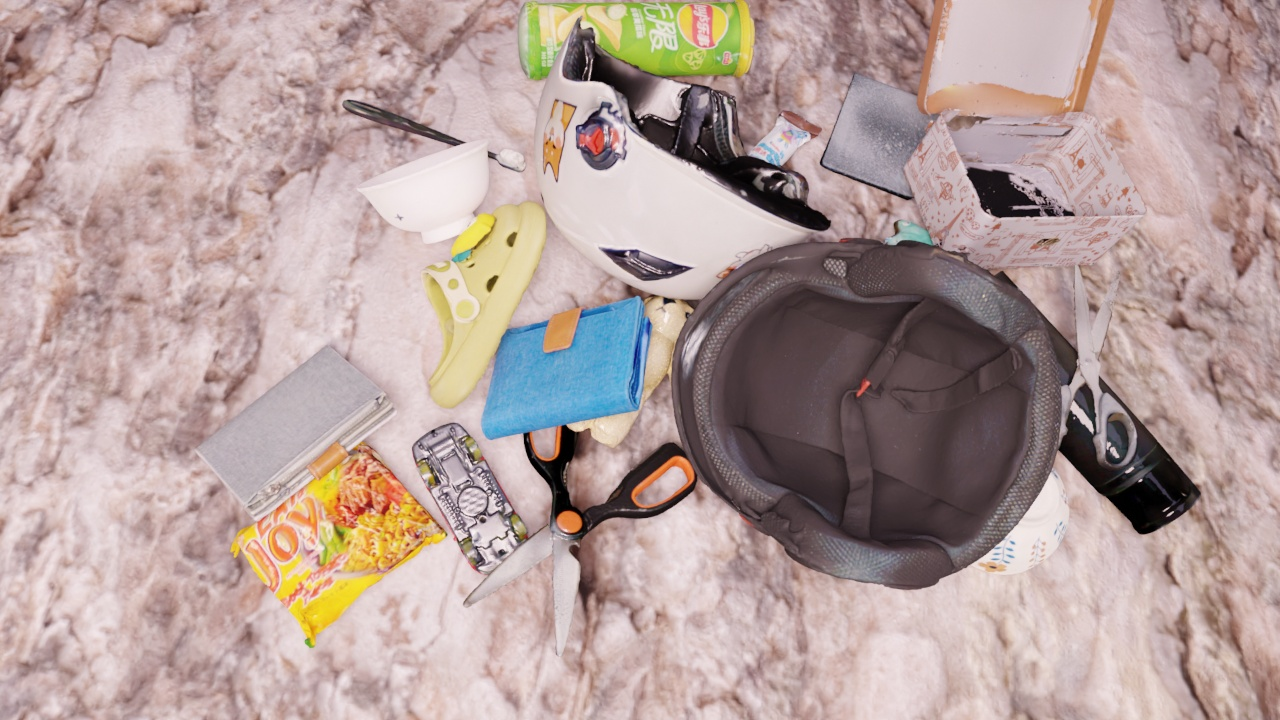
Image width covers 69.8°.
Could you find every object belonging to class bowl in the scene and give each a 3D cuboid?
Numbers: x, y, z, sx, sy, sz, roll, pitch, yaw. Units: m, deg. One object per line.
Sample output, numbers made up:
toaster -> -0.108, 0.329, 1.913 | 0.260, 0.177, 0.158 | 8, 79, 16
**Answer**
bowl -> 0.302, 0.113, 0.751 | 0.113, 0.062, 0.113 | 3, 67, -7
bowl -> -0.174, -0.139, 0.787 | 0.118, 0.118, 0.065 | -27, 112, -17

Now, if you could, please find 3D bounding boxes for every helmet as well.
helmet -> 0.011, -0.140, 0.750 | 0.229, 0.157, 0.274 | 8, 39, -45
helmet -> 0.160, 0.031, 0.679 | 0.275, 0.230, 0.233 | 20, 92, 6

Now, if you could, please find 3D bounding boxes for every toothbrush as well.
toothbrush -> -0.191, -0.210, 0.848 | 0.181, 0.018, 0.015 | 19, 70, 3

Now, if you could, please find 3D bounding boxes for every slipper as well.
slipper -> -0.138, -0.056, 0.745 | 0.081, 0.092, 0.190 | 27, 71, -18

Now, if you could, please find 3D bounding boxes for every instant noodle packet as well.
instant noodle packet -> -0.229, 0.132, 0.688 | 0.128, 0.044, 0.111 | -39, 73, -19

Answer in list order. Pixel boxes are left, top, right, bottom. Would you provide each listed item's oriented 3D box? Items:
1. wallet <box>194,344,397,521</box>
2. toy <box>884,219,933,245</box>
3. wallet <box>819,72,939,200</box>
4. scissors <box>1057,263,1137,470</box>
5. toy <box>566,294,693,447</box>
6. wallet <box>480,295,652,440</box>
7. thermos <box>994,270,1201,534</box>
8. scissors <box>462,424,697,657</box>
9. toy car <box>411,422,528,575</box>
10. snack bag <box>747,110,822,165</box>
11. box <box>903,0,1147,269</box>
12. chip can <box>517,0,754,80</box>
wallet -> -0.263, 0.056, 0.707 | 0.129, 0.037, 0.106 | -42, 51, -21
toy -> 0.263, -0.092, 0.848 | 0.092, 0.030, 0.096 | 40, 68, 14
wallet -> 0.238, -0.221, 0.905 | 0.097, 0.019, 0.120 | 21, 68, 4
scissors -> 0.370, 0.010, 0.754 | 0.163, 0.014, 0.166 | -34, 75, -7
toy -> -0.004, 0.004, 0.755 | 0.105, 0.066, 0.156 | 26, 59, 18
wallet -> -0.058, 0.006, 0.720 | 0.133, 0.040, 0.106 | -12, 47, 23
thermos -> 0.373, 0.033, 0.798 | 0.242, 0.069, 0.089 | 52, 39, 12
scissors -> -0.051, 0.109, 0.698 | 0.220, 0.022, 0.224 | -14, 54, -30
toy car -> -0.131, 0.107, 0.709 | 0.053, 0.045, 0.120 | -28, 80, -15
snack bag -> 0.127, -0.200, 0.876 | 0.045, 0.026, 0.105 | 35, 66, 19
box -> 0.346, -0.217, 0.842 | 0.179, 0.130, 0.272 | -2, 88, -16
chip can -> -0.006, -0.307, 0.879 | 0.221, 0.073, 0.072 | -3, 68, -8
